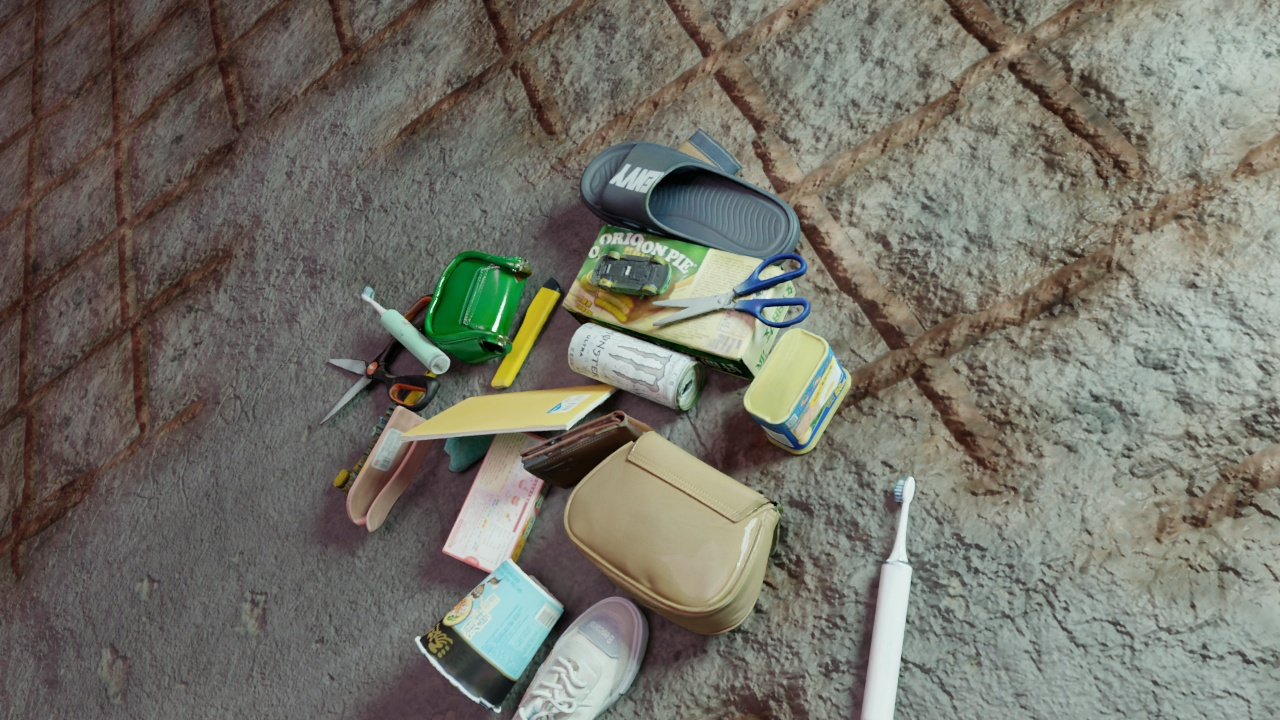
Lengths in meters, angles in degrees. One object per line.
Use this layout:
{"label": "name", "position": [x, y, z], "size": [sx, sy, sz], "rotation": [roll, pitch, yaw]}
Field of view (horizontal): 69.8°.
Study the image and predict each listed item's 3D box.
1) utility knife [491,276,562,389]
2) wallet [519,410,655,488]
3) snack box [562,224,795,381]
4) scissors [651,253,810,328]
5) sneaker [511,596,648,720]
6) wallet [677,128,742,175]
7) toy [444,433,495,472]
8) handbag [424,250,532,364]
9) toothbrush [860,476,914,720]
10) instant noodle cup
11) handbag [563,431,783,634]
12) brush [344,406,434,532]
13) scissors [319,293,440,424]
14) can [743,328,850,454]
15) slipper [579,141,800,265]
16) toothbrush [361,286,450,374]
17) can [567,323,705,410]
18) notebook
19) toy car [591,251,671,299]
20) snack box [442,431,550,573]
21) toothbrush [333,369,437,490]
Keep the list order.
{"label": "utility knife", "position": [-0.137, -0.032, 1.111], "size": [0.033, 0.015, 0.153], "rotation": [20, 77, 40]}
{"label": "wallet", "position": [-0.051, 0.092, 0.952], "size": [0.125, 0.101, 0.032], "rotation": [-26, 66, 13]}
{"label": "snack box", "position": [0.039, -0.067, 1.009], "size": [0.240, 0.063, 0.114], "rotation": [17, 75, 33]}
{"label": "scissors", "position": [0.093, -0.054, 0.929], "size": [0.171, 0.012, 0.140], "rotation": [-37, 56, 6]}
{"label": "sneaker", "position": [-0.085, 0.325, 0.862], "size": [0.089, 0.091, 0.242], "rotation": [27, 80, 33]}
{"label": "wallet", "position": [0.056, -0.215, 1.093], "size": [0.115, 0.033, 0.090], "rotation": [-43, 52, 4]}
{"label": "toy", "position": [-0.194, 0.089, 1.070], "size": [0.092, 0.030, 0.096], "rotation": [-36, 64, 4]}
{"label": "handbag", "position": [-0.193, -0.067, 1.117], "size": [0.120, 0.068, 0.131], "rotation": [-3, 63, 36]}
{"label": "toothbrush", "position": [0.220, 0.207, 0.802], "size": [0.026, 0.026, 0.220], "rotation": [-10, 60, 48]}
{"label": "instant noodle cup", "position": [-0.144, 0.267, 0.919], "size": [0.111, 0.111, 0.120], "rotation": [32, 75, 35]}
{"label": "handbag", "position": [0.032, 0.165, 0.881], "size": [0.205, 0.100, 0.147], "rotation": [28, 73, 35]}
{"label": "brush", "position": [-0.298, 0.130, 1.085], "size": [0.073, 0.063, 0.145], "rotation": [19, 76, 43]}
{"label": "scissors", "position": [-0.327, 0.003, 1.179], "size": [0.235, 0.021, 0.220], "rotation": [22, 74, 41]}
{"label": "can", "position": [0.152, 0.029, 0.890], "size": [0.057, 0.083, 0.102], "rotation": [27, 80, 34]}
{"label": "slipper", "position": [0.048, -0.185, 1.021], "size": [0.268, 0.083, 0.110], "rotation": [24, 85, 20]}
{"label": "toothbrush", "position": [-0.304, -0.041, 1.160], "size": [0.224, 0.026, 0.027], "rotation": [35, 104, 42]}
{"label": "can", "position": [-0.006, 0.006, 0.993], "size": [0.147, 0.058, 0.058], "rotation": [20, 76, 29]}
{"label": "notebook", "position": [-0.139, 0.055, 1.008], "size": [0.207, 0.145, 0.010], "rotation": [-6, 103, 24]}
{"label": "toy car", "position": [-0.008, -0.090, 0.981], "size": [0.091, 0.036, 0.043], "rotation": [8, 70, 31]}
{"label": "snack box", "position": [-0.149, 0.153, 1.007], "size": [0.077, 0.027, 0.155], "rotation": [19, 76, 17]}
{"label": "toothbrush", "position": [-0.318, 0.084, 1.146], "size": [0.016, 0.016, 0.190], "rotation": [35, 85, 35]}
